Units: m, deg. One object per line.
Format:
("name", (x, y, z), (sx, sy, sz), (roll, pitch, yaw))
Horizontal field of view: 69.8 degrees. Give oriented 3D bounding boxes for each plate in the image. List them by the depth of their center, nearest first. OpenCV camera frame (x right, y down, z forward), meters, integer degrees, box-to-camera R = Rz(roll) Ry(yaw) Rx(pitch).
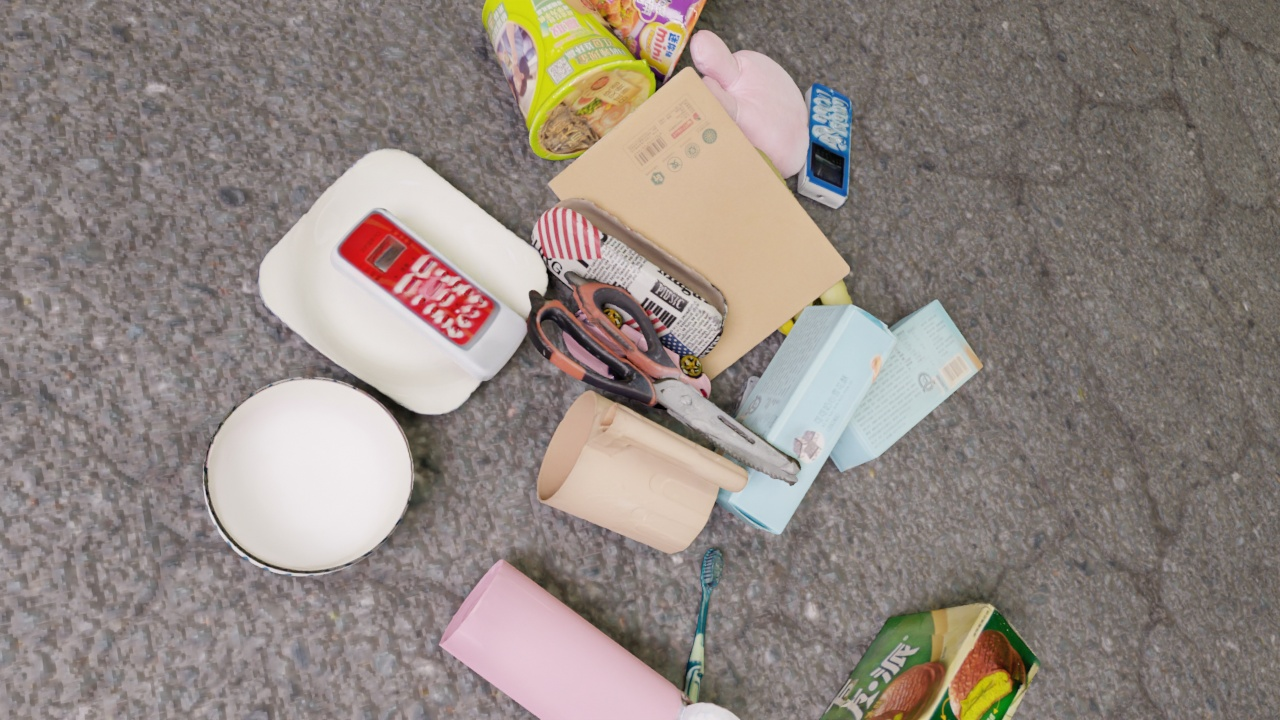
("plate", (-0.163, -0.053, 0.644), (0.164, 0.034, 0.163), (38, 59, -10))

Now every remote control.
("remote control", (-0.141, -0.045, 0.619), (0.136, 0.020, 0.055), (39, 57, -8))
("remote control", (0.176, -0.206, 0.879), (0.049, 0.024, 0.124), (18, 63, -20))

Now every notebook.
("notebook", (0.046, -0.107, 0.733), (0.148, 0.008, 0.207), (-39, 91, 8))

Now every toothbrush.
("toothbrush", (0.040, 0.225, 0.649), (0.016, 0.018, 0.191), (20, 63, -18))

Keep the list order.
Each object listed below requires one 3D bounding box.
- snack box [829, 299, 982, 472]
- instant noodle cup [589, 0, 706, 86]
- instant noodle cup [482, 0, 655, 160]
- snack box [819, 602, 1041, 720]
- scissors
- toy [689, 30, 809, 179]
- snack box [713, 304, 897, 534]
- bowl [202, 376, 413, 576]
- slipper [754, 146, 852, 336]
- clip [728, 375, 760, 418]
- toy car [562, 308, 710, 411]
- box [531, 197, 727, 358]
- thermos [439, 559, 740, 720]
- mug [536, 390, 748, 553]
("snack box", (0.217, 0.019, 0.797), (0.174, 0.052, 0.074), (-32, 86, -33))
("instant noodle cup", (0.003, -0.309, 0.788), (0.099, 0.112, 0.111), (27, 61, -6))
("instant noodle cup", (-0.065, -0.243, 0.729), (0.111, 0.112, 0.123), (-21, 74, -31))
("snack box", (0.173, 0.277, 0.639), (0.063, 0.115, 0.239), (49, 58, -1))
("scissors", (0.024, 0.010, 0.643), (0.208, 0.015, 0.185), (5, 56, -19))
("toy", (0.096, -0.228, 0.812), (0.159, 0.054, 0.121), (18, 62, -45))
("snack box", (0.115, 0.040, 0.688), (0.051, 0.074, 0.174), (34, 84, -15))
("bowl", (-0.203, 0.074, 0.557), (0.116, 0.066, 0.116), (9, 68, -24))
("slipper", (0.112, -0.086, 0.777), (0.082, 0.091, 0.190), (-28, 96, 7))
("clip", (0.085, 0.039, 0.745), (0.026, 0.038, 0.058), (30, 62, -12))
("toy car", (-0.004, 0.004, 0.691), (0.122, 0.056, 0.037), (30, 53, -13))
("box", (-0.008, -0.061, 0.690), (0.163, 0.087, 0.076), (36, 90, -4))
("thermos", (-0.024, 0.205, 0.579), (0.198, 0.087, 0.067), (37, 36, -4))
("mug", (0.001, 0.073, 0.626), (0.103, 0.125, 0.084), (27, 60, -18))
